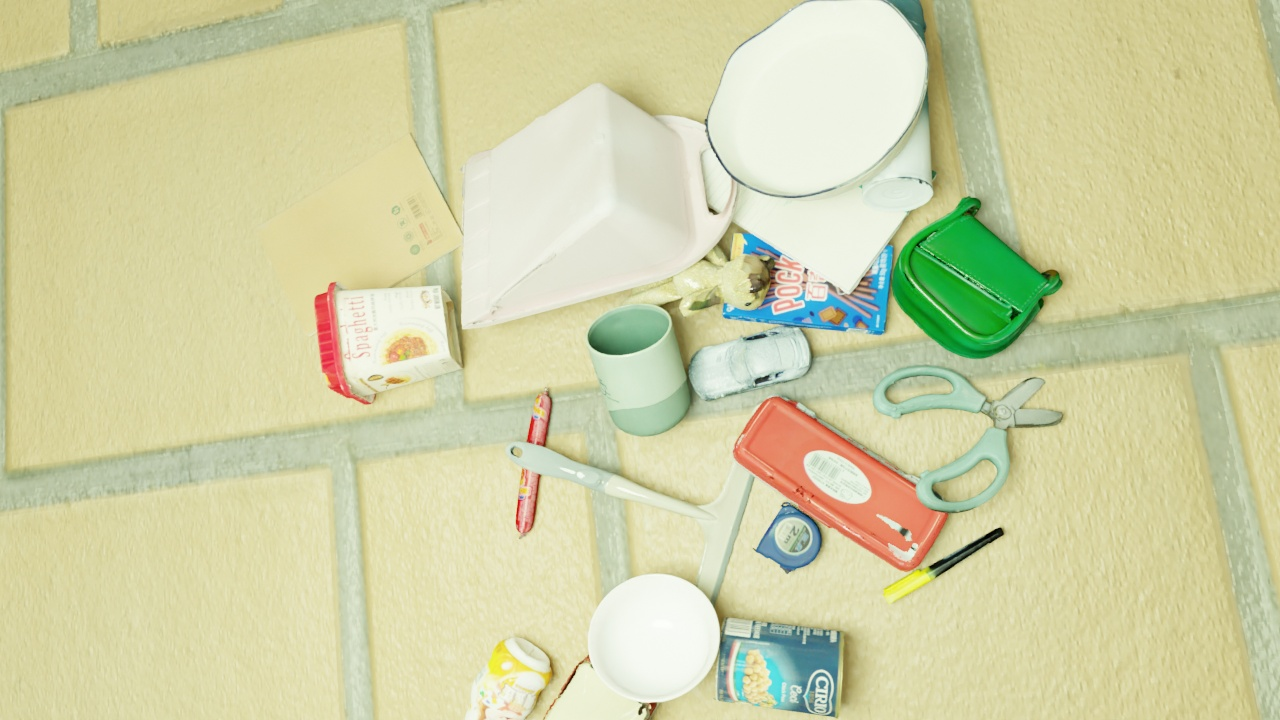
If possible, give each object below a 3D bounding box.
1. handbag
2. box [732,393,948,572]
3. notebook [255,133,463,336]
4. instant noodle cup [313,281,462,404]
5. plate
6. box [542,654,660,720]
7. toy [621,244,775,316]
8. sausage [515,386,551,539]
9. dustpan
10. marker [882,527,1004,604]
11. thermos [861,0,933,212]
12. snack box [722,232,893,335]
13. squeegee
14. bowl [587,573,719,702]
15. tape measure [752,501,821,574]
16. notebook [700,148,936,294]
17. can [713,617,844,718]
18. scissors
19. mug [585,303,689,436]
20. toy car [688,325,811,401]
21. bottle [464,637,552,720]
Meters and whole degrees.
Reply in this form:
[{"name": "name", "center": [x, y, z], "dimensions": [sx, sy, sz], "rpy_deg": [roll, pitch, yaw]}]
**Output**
[{"name": "handbag", "center": [0.309, -0.074, 0.854], "dimensions": [0.120, 0.068, 0.131], "rpy_deg": [-41, 75, -5]}, {"name": "box", "center": [0.186, 0.111, 0.858], "dimensions": [0.201, 0.048, 0.087], "rpy_deg": [33, 80, 9]}, {"name": "notebook", "center": [-0.311, -0.139, 1.012], "dimensions": [0.208, 0.008, 0.147], "rpy_deg": [-30, 77, 5]}, {"name": "instant noodle cup", "center": [-0.253, -0.023, 0.936], "dimensions": [0.124, 0.117, 0.116], "rpy_deg": [-10, 79, -2]}, {"name": "plate", "center": [0.163, -0.236, 0.846], "dimensions": [0.205, 0.045, 0.204], "rpy_deg": [-11, 67, 27]}, {"name": "box", "center": [-0.062, 0.364, 0.852], "dimensions": [0.091, 0.079, 0.168], "rpy_deg": [32, 88, 13]}, {"name": "toy", "center": [0.053, -0.069, 0.888], "dimensions": [0.158, 0.104, 0.066], "rpy_deg": [-8, 124, 31]}, {"name": "sausage", "center": [-0.109, 0.103, 0.931], "dimensions": [0.020, 0.020, 0.155], "rpy_deg": [7, 83, 12]}, {"name": "dustpan", "center": [-0.047, -0.146, 0.920], "dimensions": [0.274, 0.138, 0.222], "rpy_deg": [-26, 54, 36]}, {"name": "marker", "center": [0.278, 0.187, 0.842], "dimensions": [0.124, 0.018, 0.015], "rpy_deg": [-32, 82, 4]}, {"name": "thermos", "center": [0.244, -0.252, 0.875], "dimensions": [0.070, 0.070, 0.220], "rpy_deg": [1, 71, 11]}, {"name": "snack box", "center": [0.163, -0.075, 0.899], "dimensions": [0.157, 0.026, 0.084], "rpy_deg": [6, 83, 12]}, {"name": "squeegee", "center": [-0.020, 0.122, 0.889], "dimensions": [0.246, 0.039, 0.246], "rpy_deg": [18, 85, 8]}, {"name": "bowl", "center": [0.016, 0.263, 0.837], "dimensions": [0.118, 0.065, 0.118], "rpy_deg": [-6, 51, 7]}, {"name": "tape measure", "center": [0.143, 0.170, 0.868], "dimensions": [0.054, 0.025, 0.058], "rpy_deg": [32, 93, 12]}, {"name": "notebook", "center": [0.160, -0.177, 0.905], "dimensions": [0.209, 0.012, 0.150], "rpy_deg": [35, 80, 18]}, {"name": "can", "center": [0.125, 0.276, 0.830], "dimensions": [0.111, 0.075, 0.075], "rpy_deg": [4, 82, 12]}, {"name": "scissors", "center": [0.300, 0.073, 0.837], "dimensions": [0.174, 0.019, 0.177], "rpy_deg": [4, 63, 7]}, {"name": "mug", "center": [-0.005, 0.005, 0.881], "dimensions": [0.082, 0.106, 0.111], "rpy_deg": [-25, 37, -10]}, {"name": "toy car", "center": [0.106, 0.002, 0.895], "dimensions": [0.121, 0.036, 0.054], "rpy_deg": [-16, 79, 12]}, {"name": "bottle", "center": [-0.133, 0.323, 0.881], "dimensions": [0.063, 0.063, 0.108], "rpy_deg": [32, 89, 14]}]
